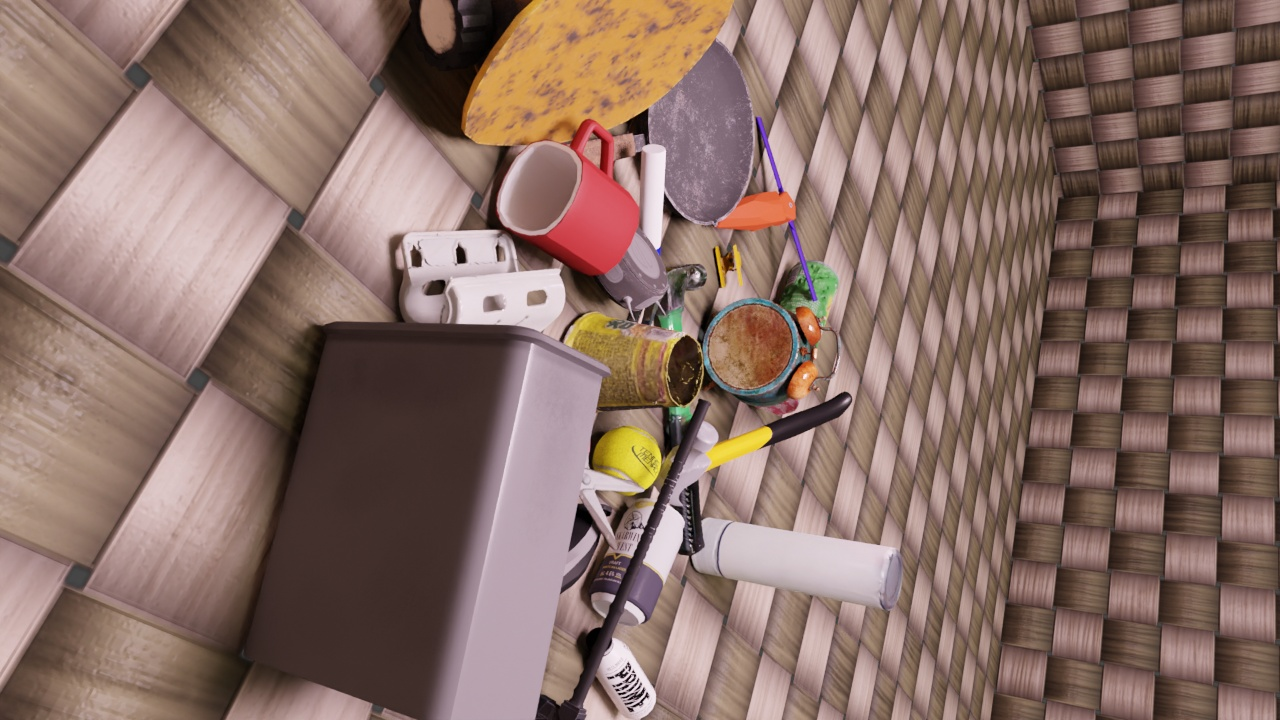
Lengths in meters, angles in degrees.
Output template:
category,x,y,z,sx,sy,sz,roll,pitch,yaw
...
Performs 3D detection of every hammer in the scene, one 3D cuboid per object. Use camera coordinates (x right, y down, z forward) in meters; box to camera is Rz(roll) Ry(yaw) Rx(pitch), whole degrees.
category,x,y,z,sx,sy,sz,roll,pitch,yaw
hammer,0.042,0.059,1.004,0.130,0.032,0.319,-22,110,-56
hammer,0.001,0.185,0.819,0.015,0.095,0.324,37,73,-51
hammer,0.133,0.084,1.003,0.322,0.029,0.127,-14,146,-46

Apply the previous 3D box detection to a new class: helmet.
category,x,y,z,sx,sy,sz,roll,pitch,yaw
helmet,-0.060,-0.282,0.725,0.254,0.206,0.131,-24,76,-40

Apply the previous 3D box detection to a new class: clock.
category,x,y,z,sx,sy,sz,roll,pitch,yaw
clock,-0.019,-0.095,0.876,0.123,0.044,0.091,61,25,6
clock,0.155,-0.008,1.058,0.073,0.158,0.121,25,70,-62

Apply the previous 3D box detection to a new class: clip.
category,x,y,z,sx,sy,sz,roll,pitch,yaw
clip,0.112,-0.117,1.111,0.048,0.046,0.054,-23,110,-28
clip,-0.117,-0.031,0.713,0.126,0.110,0.150,-13,91,-54

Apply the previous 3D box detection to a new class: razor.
category,x,y,z,sx,sy,sz,roll,pitch,yaw
razor,-0.081,0.184,0.800,0.060,0.057,0.155,40,51,-12

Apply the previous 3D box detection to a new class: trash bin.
category,x,y,z,sx,sy,sz,roll,pitch,yaw
trash bin,-0.136,0.094,0.582,0.097,0.192,0.219,28,69,-54

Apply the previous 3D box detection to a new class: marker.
category,x,y,z,sx,sy,sz,roll,pitch,yaw
marker,0.008,-0.146,0.908,0.027,0.023,0.133,-11,127,-19

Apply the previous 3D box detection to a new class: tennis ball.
category,x,y,z,sx,sy,sz,roll,pitch,yaw
tennis ball,-0.013,0.096,0.886,0.065,0.065,0.065,-2,93,-57

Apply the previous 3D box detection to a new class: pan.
category,x,y,z,sx,sy,sz,roll,pitch,yaw
pan,0.012,-0.227,0.944,0.355,0.040,0.208,-25,114,-47

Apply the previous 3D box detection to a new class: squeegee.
category,x,y,z,sx,sy,sz,roll,pitch,yaw
squeegee,0.146,-0.181,1.119,0.184,0.055,0.249,-18,91,-47

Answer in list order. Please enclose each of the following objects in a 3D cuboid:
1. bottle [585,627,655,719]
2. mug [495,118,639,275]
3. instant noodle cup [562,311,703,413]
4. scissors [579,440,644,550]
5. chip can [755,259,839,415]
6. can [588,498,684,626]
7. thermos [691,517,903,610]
category,x,y,z,sx,sy,sz,roll,pitch,yaw
bottle,-0.022,0.304,0.900,0.041,0.041,0.116,-58,136,-39
mug,-0.053,-0.143,0.783,0.096,0.080,0.116,27,90,-59
instant noodle cup,-0.005,0.005,0.856,0.102,0.108,0.102,-9,101,-57
scissors,-0.082,0.085,0.785,0.178,0.015,0.199,-23,92,-42
chip can,0.202,-0.035,1.209,0.075,0.076,0.222,60,43,-39
can,0.000,0.194,0.909,0.064,0.064,0.127,60,44,-39
thermos,0.169,0.223,1.019,0.067,0.230,0.068,-8,100,-57
